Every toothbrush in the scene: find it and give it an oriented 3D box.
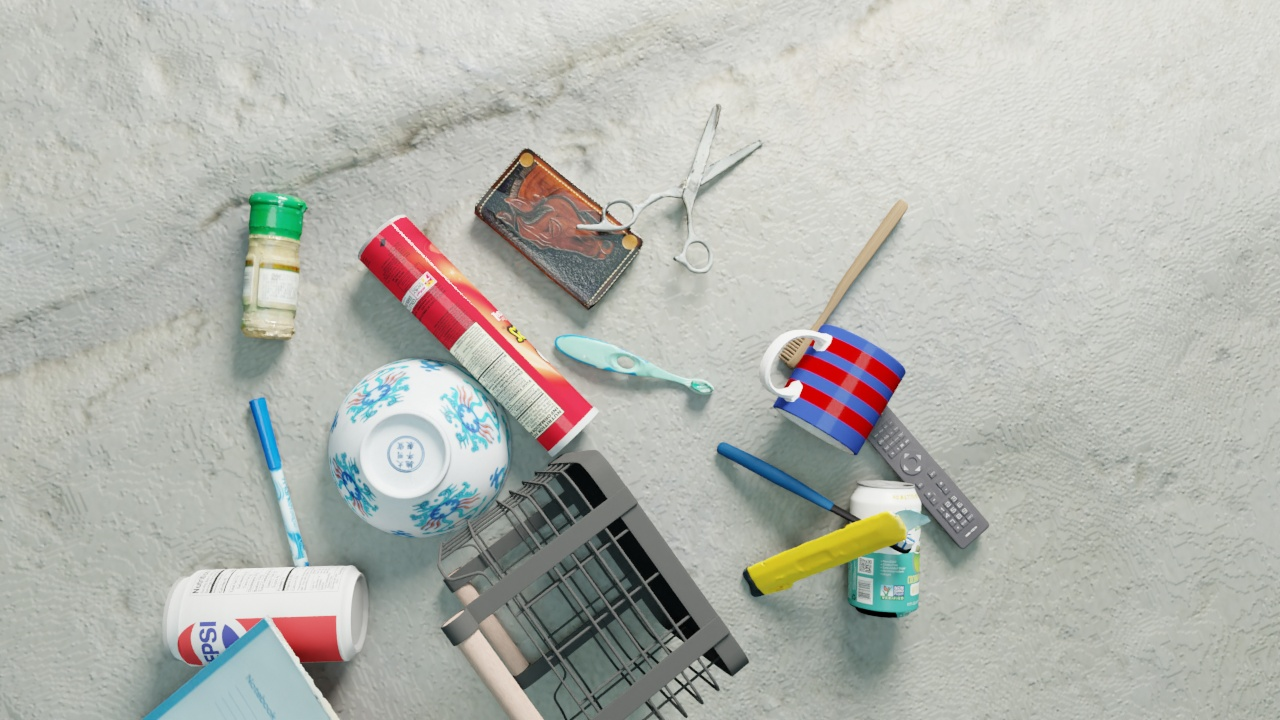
[{"bbox_3d":[0.166,-0.064,0.750,0.016,0.016,0.167,36,88,-3],"label":"toothbrush"},{"bbox_3d":[-0.004,0.004,0.737,0.135,0.017,0.022,18,88,-3],"label":"toothbrush"},{"bbox_3d":[0.133,0.104,0.715,0.168,0.014,0.014,27,125,20],"label":"toothbrush"}]

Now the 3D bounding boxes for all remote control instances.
[{"bbox_3d":[0.229,0.093,0.751,0.032,0.015,0.136,-41,89,-3],"label":"remote control"}]

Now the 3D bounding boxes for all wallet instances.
[{"bbox_3d":[-0.065,-0.105,0.734,0.123,0.019,0.072,39,83,-2],"label":"wallet"}]

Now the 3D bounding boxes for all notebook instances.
[{"bbox_3d":[-0.300,0.323,0.662,0.254,0.009,0.181,-40,82,17],"label":"notebook"}]

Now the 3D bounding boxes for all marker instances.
[{"bbox_3d":[-0.284,0.099,0.721,0.013,0.013,0.142,-15,90,-4],"label":"marker"}]

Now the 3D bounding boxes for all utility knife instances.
[{"bbox_3d":[0.146,0.147,0.703,0.165,0.017,0.030,-31,101,36],"label":"utility knife"}]

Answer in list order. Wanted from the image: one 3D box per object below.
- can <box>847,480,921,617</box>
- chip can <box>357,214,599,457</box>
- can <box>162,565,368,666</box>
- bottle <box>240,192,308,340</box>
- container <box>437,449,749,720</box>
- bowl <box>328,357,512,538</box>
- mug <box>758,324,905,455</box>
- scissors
[{"bbox_3d":[0.193,0.148,0.728,0.055,0.055,0.101,2,89,-4],"label":"can"},{"bbox_3d":[-0.125,-0.019,0.713,0.052,0.052,0.214,-44,92,-3],"label":"chip can"},{"bbox_3d":[-0.278,0.192,0.691,0.132,0.070,0.070,-1,89,-4],"label":"can"},{"bbox_3d":[-0.283,-0.072,0.709,0.043,0.043,0.111,4,90,-4],"label":"bottle"},{"bbox_3d":[-0.050,0.166,0.627,0.130,0.242,0.163,-36,91,-13],"label":"container"},{"bbox_3d":[-0.172,0.069,0.697,0.144,0.074,0.144,0,89,-4],"label":"bowl"},{"bbox_3d":[0.141,0.014,0.709,0.112,0.075,0.076,33,87,-27],"label":"mug"},{"bbox_3d":[0.026,-0.139,0.734,0.161,0.014,0.141,-1,83,-10],"label":"scissors"}]
